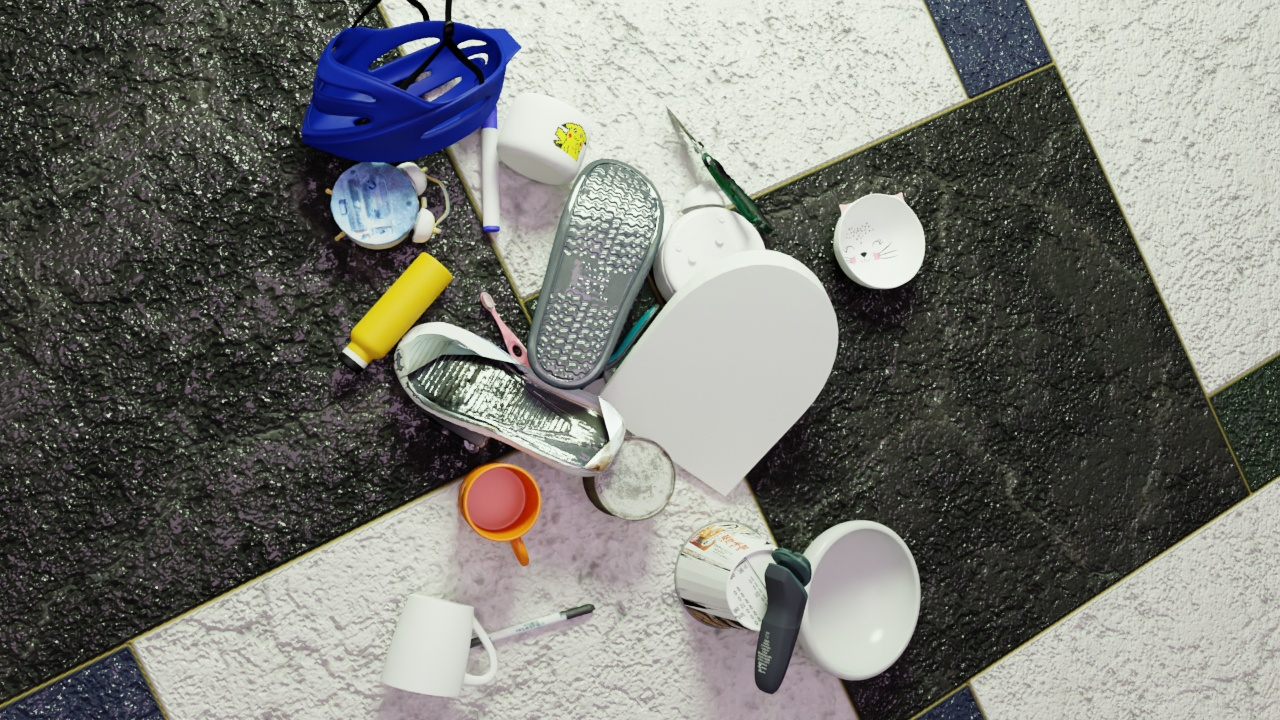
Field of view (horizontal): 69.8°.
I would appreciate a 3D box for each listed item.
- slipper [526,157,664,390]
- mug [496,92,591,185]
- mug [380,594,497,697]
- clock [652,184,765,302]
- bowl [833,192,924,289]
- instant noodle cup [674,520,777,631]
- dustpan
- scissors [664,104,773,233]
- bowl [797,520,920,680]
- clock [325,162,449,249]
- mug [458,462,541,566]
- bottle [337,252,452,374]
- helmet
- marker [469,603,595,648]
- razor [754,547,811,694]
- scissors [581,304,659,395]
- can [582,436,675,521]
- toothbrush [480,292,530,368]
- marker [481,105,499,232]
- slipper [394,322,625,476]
[{"bbox_3d":[-0.050,-0.089,1.005,0.110,0.083,0.267,18,75,-3],"label":"slipper"},{"bbox_3d":[-0.100,-0.236,1.013,0.115,0.094,0.068,29,77,-48],"label":"mug"},{"bbox_3d":[-0.199,0.294,0.944,0.114,0.081,0.087,17,75,-20],"label":"mug"},{"bbox_3d":[0.081,-0.114,1.052,0.125,0.073,0.161,-35,94,-15],"label":"clock"},{"bbox_3d":[0.282,-0.140,1.117,0.114,0.051,0.114,1,85,-14],"label":"bowl"},{"bbox_3d":[0.113,0.242,1.003,0.123,0.122,0.123,1,85,-14],"label":"instant noodle cup"},{"bbox_3d":[0.100,0.000,1.022,0.191,0.053,0.258,35,110,-13],"label":"dustpan"},{"bbox_3d":[0.093,-0.224,1.078,0.015,0.137,0.209,-40,66,18],"label":"scissors"},{"bbox_3d":[0.235,0.270,1.053,0.176,0.066,0.176,1,87,-28],"label":"bowl"},{"bbox_3d":[-0.267,-0.165,0.979,0.125,0.052,0.089,-10,87,-15],"label":"clock"},{"bbox_3d":[-0.142,0.162,0.959,0.077,0.096,0.112,-24,91,-15],"label":"mug"},{"bbox_3d":[-0.262,-0.048,0.974,0.043,0.043,0.143,41,77,-8],"label":"bottle"},{"bbox_3d":[-0.235,-0.312,0.917,0.241,0.228,0.147,-26,58,-23],"label":"helmet"},{"bbox_3d":[-0.122,0.289,0.997,0.152,0.011,0.011,-13,88,-15],"label":"marker"},{"bbox_3d":[0.140,0.263,0.924,0.052,0.047,0.142,18,83,-37],"label":"razor"},{"bbox_3d":[-0.008,-0.002,1.048,0.126,0.019,0.154,7,85,-12],"label":"scissors"},{"bbox_3d":[-0.014,0.129,1.006,0.089,0.075,0.090,1,84,-13],"label":"can"},{"bbox_3d":[-0.141,-0.017,1.016,0.021,0.016,0.135,-31,93,-13],"label":"toothbrush"},{"bbox_3d":[-0.168,-0.215,1.025,0.020,0.020,0.141,-1,86,-15],"label":"marker"},{"bbox_3d":[-0.145,0.049,0.976,0.264,0.063,0.111,22,57,8],"label":"slipper"}]
